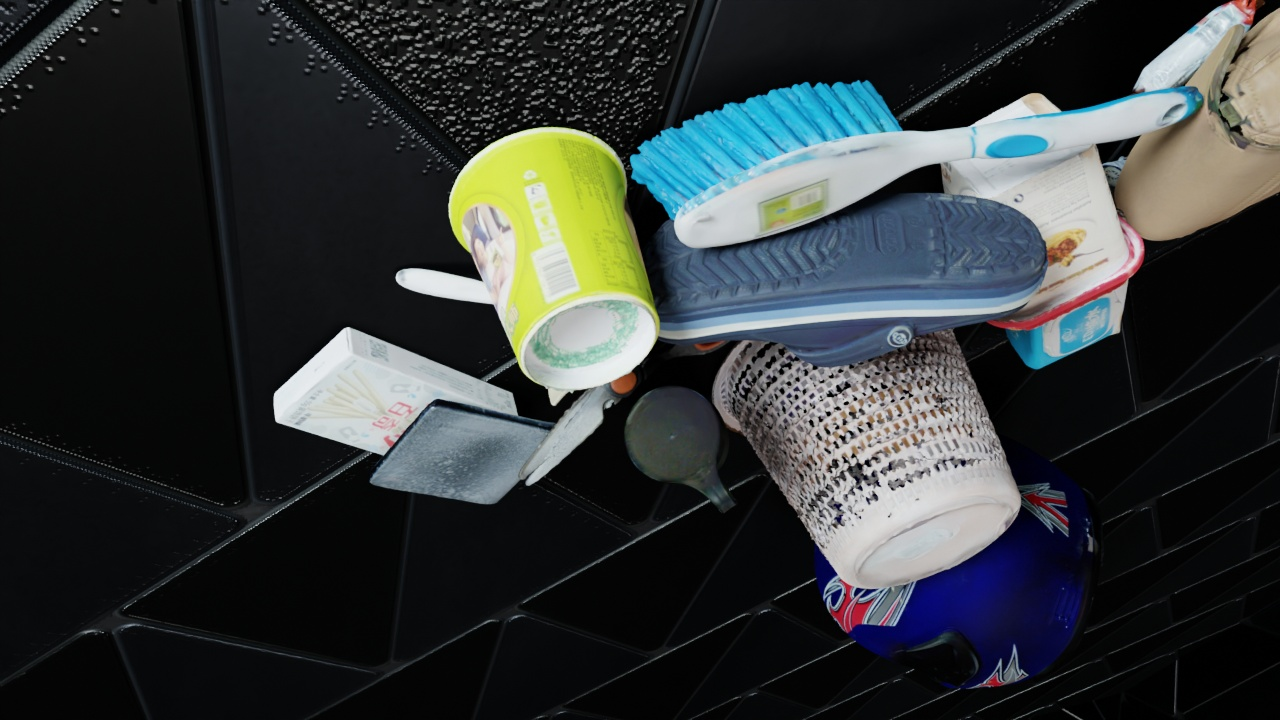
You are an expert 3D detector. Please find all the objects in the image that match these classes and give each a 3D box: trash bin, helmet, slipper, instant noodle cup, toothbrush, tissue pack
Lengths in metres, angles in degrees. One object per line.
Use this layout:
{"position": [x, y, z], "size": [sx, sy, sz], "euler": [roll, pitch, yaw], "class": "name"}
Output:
{"position": [0.195, 0.069, 0.752], "size": [0.227, 0.192, 0.228], "euler": [-13, 144, -10], "class": "trash bin"}
{"position": [0.299, 0.204, 0.944], "size": [0.240, 0.246, 0.316], "euler": [11, 145, 3], "class": "helmet"}
{"position": [0.122, -0.050, 0.584], "size": [0.253, 0.105, 0.095], "euler": [-4, 136, 3], "class": "slipper"}
{"position": [-0.044, -0.052, 0.530], "size": [0.111, 0.123, 0.112], "euler": [-14, 144, -10], "class": "instant noodle cup"}
{"position": [-0.067, -0.036, 0.594], "size": [0.180, 0.016, 0.016], "euler": [11, 104, -13], "class": "toothbrush"}
{"position": [0.268, -0.104, 0.637], "size": [0.117, 0.116, 0.124], "euler": [-28, 132, 10], "class": "instant noodle cup"}
{"position": [0.360, -0.053, 0.779], "size": [0.090, 0.063, 0.140], "euler": [-26, 145, 8], "class": "tissue pack"}

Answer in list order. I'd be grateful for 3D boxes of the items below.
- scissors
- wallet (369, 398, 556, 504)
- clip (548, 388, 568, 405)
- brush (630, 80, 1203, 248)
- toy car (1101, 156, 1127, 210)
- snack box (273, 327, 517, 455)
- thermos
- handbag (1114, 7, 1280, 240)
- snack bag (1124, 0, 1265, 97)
{"position": [-0.015, -0.007, 0.635], "size": [0.235, 0.021, 0.139], "euler": [-28, 118, -6], "class": "scissors"}
{"position": [-0.130, 0.070, 0.695], "size": [0.120, 0.019, 0.097], "euler": [17, 129, -41], "class": "wallet"}
{"position": [-0.031, -0.001, 0.683], "size": [0.074, 0.034, 0.101], "euler": [3, 140, -31], "class": "clip"}
{"position": [0.157, -0.130, 0.541], "size": [0.314, 0.109, 0.061], "euler": [-20, 138, -5], "class": "brush"}
{"position": [0.379, -0.137, 0.705], "size": [0.105, 0.031, 0.049], "euler": [-14, 144, -11], "class": "toy car"}
{"position": [-0.173, 0.034, 0.665], "size": [0.085, 0.026, 0.156], "euler": [-37, 141, 22], "class": "snack box"}
{"position": [0.036, 0.068, 0.669], "size": [0.068, 0.090, 0.242], "euler": [-32, 173, 2], "class": "thermos"}
{"position": [0.394, -0.157, 0.583], "size": [0.148, 0.099, 0.204], "euler": [-28, 165, 1], "class": "handbag"}
{"position": [0.368, -0.204, 0.614], "size": [0.105, 0.026, 0.045], "euler": [-43, 165, 27], "class": "snack bag"}
